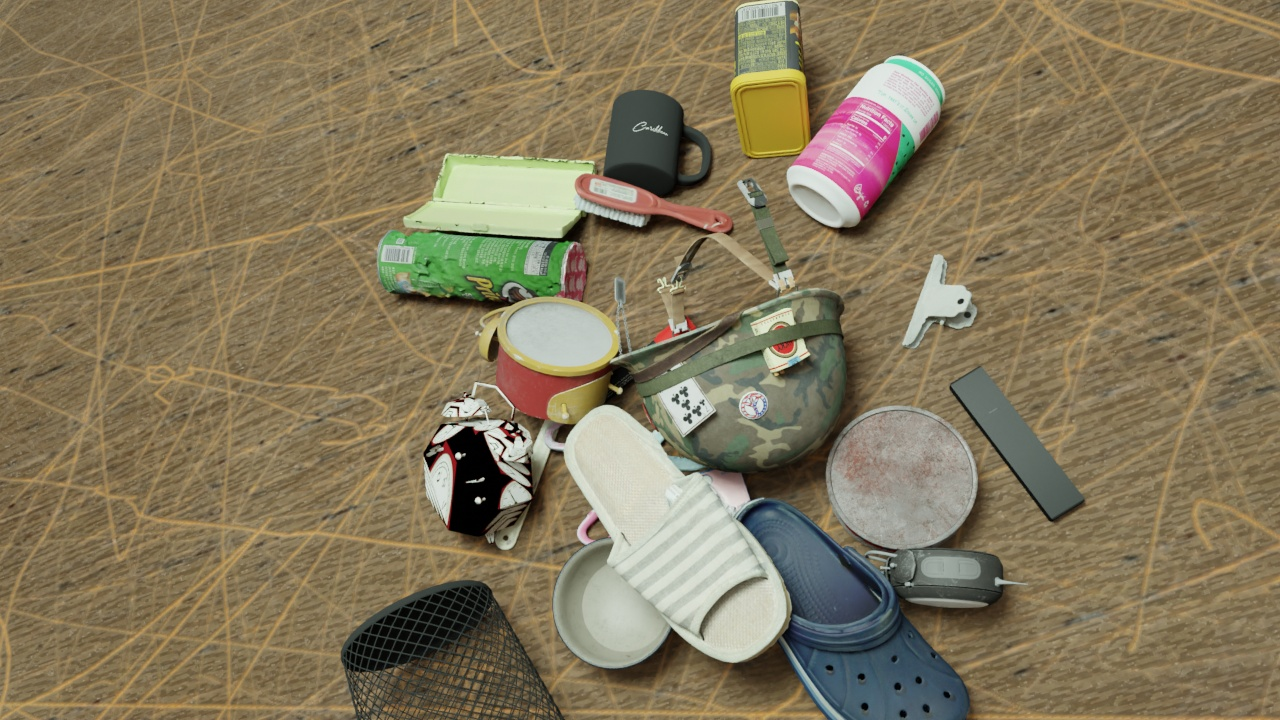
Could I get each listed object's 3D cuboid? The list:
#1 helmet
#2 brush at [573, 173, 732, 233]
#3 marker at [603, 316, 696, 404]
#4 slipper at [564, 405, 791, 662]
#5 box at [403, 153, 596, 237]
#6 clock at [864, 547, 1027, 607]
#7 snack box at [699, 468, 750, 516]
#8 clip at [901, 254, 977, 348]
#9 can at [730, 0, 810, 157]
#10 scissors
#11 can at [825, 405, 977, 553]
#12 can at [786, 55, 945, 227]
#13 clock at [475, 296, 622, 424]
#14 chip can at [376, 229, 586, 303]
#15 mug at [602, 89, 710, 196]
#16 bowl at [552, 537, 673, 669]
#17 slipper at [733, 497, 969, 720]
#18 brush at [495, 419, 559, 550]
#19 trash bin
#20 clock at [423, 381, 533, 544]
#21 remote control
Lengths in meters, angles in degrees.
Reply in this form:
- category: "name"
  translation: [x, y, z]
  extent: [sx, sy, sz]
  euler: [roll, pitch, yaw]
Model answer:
- category: "helmet"
  translation: [0.080, -0.017, 0.827]
  extent: [0.224, 0.193, 0.236]
  euler: [4, 79, -26]
- category: "brush"
  translation: [0.012, -0.158, 0.971]
  extent: [0.172, 0.030, 0.040]
  euler: [14, 50, -6]
- category: "marker"
  translation: [-0.006, 0.005, 0.941]
  extent: [0.145, 0.021, 0.023]
  euler: [-38, 45, -1]
- category: "slipper"
  translation: [0.020, 0.142, 0.799]
  extent: [0.114, 0.054, 0.272]
  euler: [-50, 58, 9]
- category: "box"
  translation: [-0.152, -0.177, 1.019]
  extent: [0.188, 0.048, 0.140]
  euler: [5, 45, 14]
- category: "clock"
  translation: [0.254, 0.186, 0.779]
  extent: [0.123, 0.091, 0.043]
  euler: [2, 72, 8]
- category: "snack box"
  translation: [0.073, 0.180, 0.853]
  extent: [0.088, 0.033, 0.154]
  euler: [-17, 69, 2]
- category: "clip"
  translation: [0.297, -0.052, 0.890]
  extent: [0.054, 0.041, 0.101]
  euler: [15, 76, 37]
- category: "can"
  translation: [0.136, -0.290, 0.948]
  extent: [0.072, 0.131, 0.101]
  euler: [-2, 69, 13]
- category: "scissors"
  translation: [-0.024, 0.096, 0.914]
  extent: [0.168, 0.014, 0.170]
  euler: [40, 86, 16]
- category: "can"
  translation: [0.236, 0.109, 0.835]
  extent: [0.130, 0.044, 0.129]
  euler: [-4, 71, 12]
- category: "can"
  translation: [0.226, -0.218, 0.923]
  extent: [0.088, 0.088, 0.165]
  euler: [36, 83, 21]
- category: "clock"
  translation: [-0.096, -0.004, 0.907]
  extent: [0.116, 0.081, 0.159]
  euler: [-24, 51, -38]
- category: "chip can"
  translation: [-0.174, -0.099, 0.989]
  extent: [0.223, 0.075, 0.075]
  euler: [6, 73, 16]
- category: "mug"
  translation: [0.020, -0.228, 0.989]
  extent: [0.113, 0.078, 0.088]
  euler: [10, 73, -10]
- category: "bowl"
  translation: [-0.018, 0.225, 0.849]
  extent: [0.116, 0.059, 0.115]
  euler: [-4, 71, 12]
- category: "slipper"
  translation: [0.168, 0.219, 0.771]
  extent: [0.105, 0.095, 0.253]
  euler: [-36, 72, -24]
- category: "brush"
  translation: [-0.101, 0.090, 0.941]
  extent: [0.033, 0.012, 0.217]
  euler: [18, 78, 19]
- category: "trash bin"
  translation: [-0.156, 0.320, 0.795]
  extent: [0.184, 0.184, 0.210]
  euler: [-33, 62, 1]
- category: "clock"
  translation: [-0.160, 0.095, 0.886]
  extent: [0.115, 0.064, 0.155]
  euler: [29, 114, 33]
- category: "remote control"
  translation: [0.342, 0.074, 0.838]
  extent: [0.034, 0.013, 0.150]
  euler: [-32, 68, 2]
